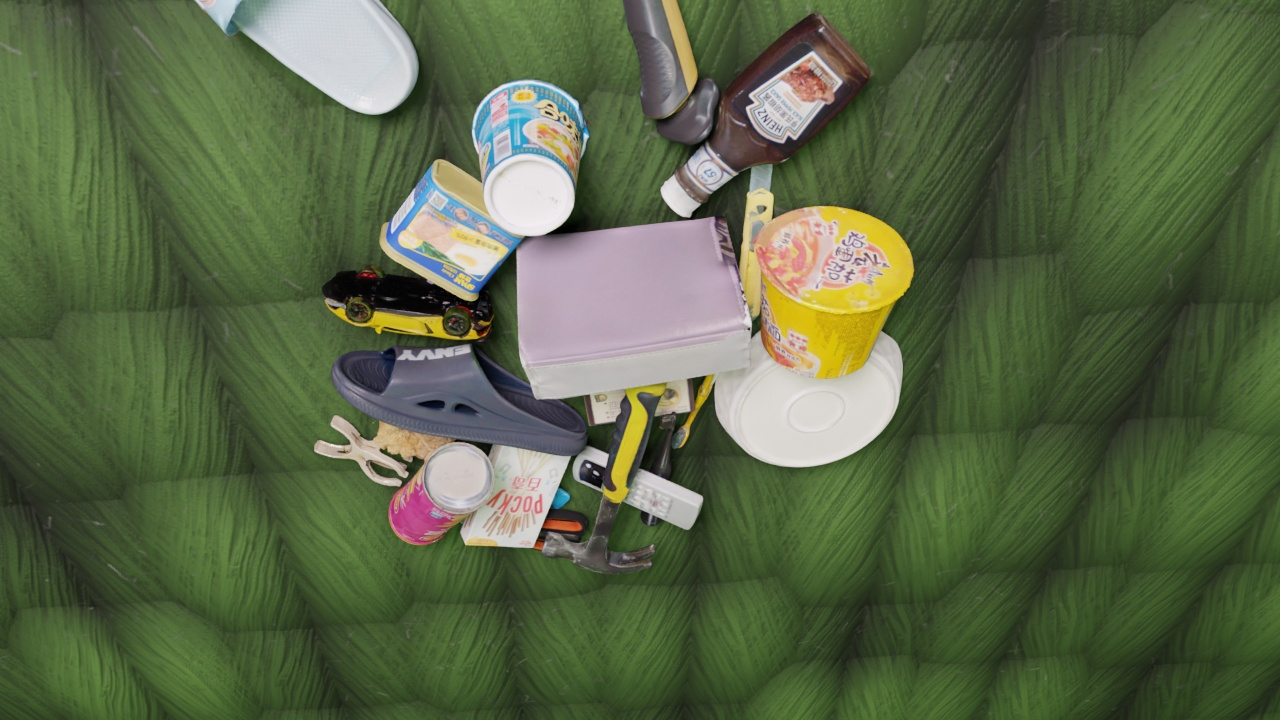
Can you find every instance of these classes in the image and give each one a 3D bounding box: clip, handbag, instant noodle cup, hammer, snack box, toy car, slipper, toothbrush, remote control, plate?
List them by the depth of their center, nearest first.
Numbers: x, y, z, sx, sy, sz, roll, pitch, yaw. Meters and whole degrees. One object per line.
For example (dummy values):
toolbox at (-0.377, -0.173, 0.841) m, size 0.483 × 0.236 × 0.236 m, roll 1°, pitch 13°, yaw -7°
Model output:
slipper at (-0.264, -0.267, 0.655) m, size 0.104 × 0.074 × 0.245 m, roll -32°, pitch 128°, yaw 21°
instant noodle cup at (-0.089, -0.159, 0.741) m, size 0.099 × 0.109 × 0.099 m, roll -3°, pitch 130°, yaw -3°
handbag at (-0.009, -0.051, 0.822) m, size 0.197 × 0.144 × 0.098 m, roll -8°, pitch 152°, yaw 1°
toy car at (-0.212, -0.052, 0.846) m, size 0.156 × 0.071 × 0.041 m, roll 7°, pitch 125°, yaw -9°
instant noodle cup at (0.171, -0.058, 0.847) m, size 0.138 × 0.137 × 0.110 m, roll -3°, pitch 140°, yaw -4°
slipper at (-0.164, 0.022, 0.903) m, size 0.268 × 0.110 × 0.083 m, roll 17°, pitch 110°, yaw -27°
snack box at (-0.005, 0.005, 0.926) m, size 0.113 × 0.053 × 0.126 m, roll -8°, pitch 131°, yaw 0°
hammer at (-0.022, 0.128, 0.970) m, size 0.126 × 0.031 × 0.324 m, roll 16°, pitch 133°, yaw -1°
toothbrush at (0.068, 0.028, 0.976) m, size 0.018 × 0.016 × 0.192 m, roll -28°, pitch 150°, yaw -45°
plate at (0.183, 0.041, 0.984) m, size 0.205 × 0.045 × 0.205 m, roll -3°, pitch 130°, yaw -4°
clip at (-0.296, 0.098, 0.991) m, size 0.100 × 0.034 × 0.072 m, roll 30°, pitch 122°, yaw -17°
snack box at (-0.134, 0.136, 1.007) m, size 0.084 × 0.027 × 0.157 m, roll 9°, pitch 114°, yaw -31°
toothbrush at (0.022, 0.122, 1.021) m, size 0.027 × 0.026 × 0.213 m, roll -5°, pitch 142°, yaw -10°
remote control at (-0.005, 0.142, 1.022) m, size 0.150 × 0.021 × 0.058 m, roll 22°, pitch 141°, yaw 7°

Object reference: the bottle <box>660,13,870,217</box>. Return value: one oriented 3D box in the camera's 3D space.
bottle at (0.096, -0.197, 0.772) m, size 0.080 × 0.044 × 0.195 m, roll 37°, pitch 119°, yaw -24°

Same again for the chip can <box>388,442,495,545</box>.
chip can at (-0.210, 0.141, 0.947) m, size 0.071 × 0.071 × 0.211 m, roll 15°, pitch 157°, yaw -18°

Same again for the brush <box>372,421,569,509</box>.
brush at (-0.181, 0.108, 1.010) m, size 0.254 × 0.045 × 0.083 m, roll 32°, pitch 116°, yaw -33°

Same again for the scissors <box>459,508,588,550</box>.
scissors at (-0.172, 0.180, 1.073) m, size 0.234 × 0.021 × 0.142 m, roll 25°, pitch 135°, yaw -28°

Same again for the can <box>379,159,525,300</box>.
can at (-0.162, -0.114, 0.807) m, size 0.102 × 0.057 × 0.083 m, roll 31°, pitch 118°, yaw -28°

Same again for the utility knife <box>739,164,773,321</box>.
utility knife at (0.106, -0.120, 0.859) m, size 0.031 × 0.022 × 0.211 m, roll -5°, pitch 121°, yaw -9°

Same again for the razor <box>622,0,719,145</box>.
razor at (0.019, -0.252, 0.718) m, size 0.067 × 0.062 × 0.167 m, roll -33°, pitch 126°, yaw -18°
